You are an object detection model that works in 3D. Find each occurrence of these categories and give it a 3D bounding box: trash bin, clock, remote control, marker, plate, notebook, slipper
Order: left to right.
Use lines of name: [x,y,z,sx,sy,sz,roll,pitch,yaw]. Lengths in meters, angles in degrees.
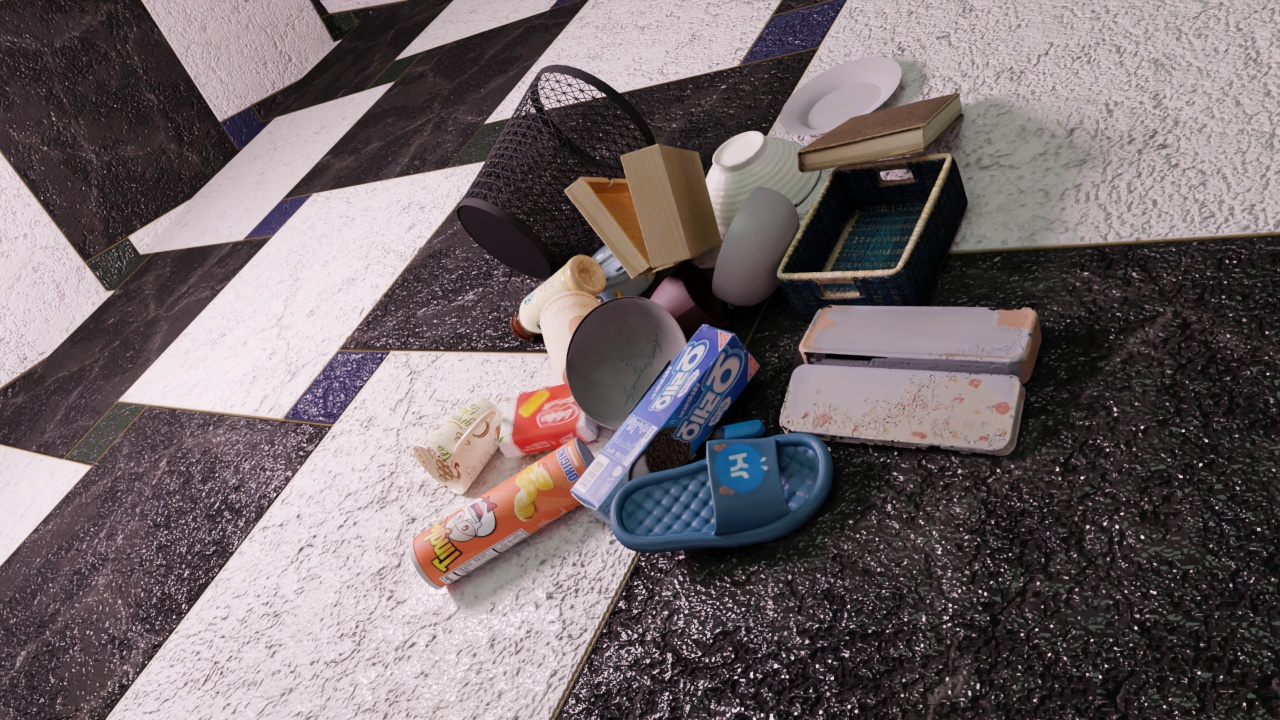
trash bin: [-0.132,-0.264,1.345,0.217,0.217,0.242,14,64,47]
clock: [-0.031,-0.124,1.222,0.089,0.052,0.124,-39,35,-3]
marker: [0.071,0.079,0.938,0.123,0.015,0.018,-14,46,31]
slipper: [0.071,0.121,0.835,0.214,0.059,0.103,-17,50,10]
remote control: [0.174,0.007,0.940,0.039,0.010,0.124,-6,46,35]
plate: [0.278,-0.359,1.269,0.173,0.019,0.172,-22,37,18]
notebook: [0.269,-0.266,1.087,0.191,0.034,0.214,-5,21,33]

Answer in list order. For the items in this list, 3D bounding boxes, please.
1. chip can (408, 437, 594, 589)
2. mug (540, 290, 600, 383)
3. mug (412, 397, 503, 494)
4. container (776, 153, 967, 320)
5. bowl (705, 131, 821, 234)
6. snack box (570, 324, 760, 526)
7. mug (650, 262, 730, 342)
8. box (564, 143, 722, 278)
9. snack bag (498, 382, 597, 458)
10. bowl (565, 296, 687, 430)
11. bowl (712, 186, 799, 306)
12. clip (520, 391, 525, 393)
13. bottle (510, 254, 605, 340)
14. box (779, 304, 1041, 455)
chip can: [-0.140,0.162,0.972,0.210,0.062,0.062,-32,35,5]
mug: [-0.059,-0.021,1.113,0.111,0.085,0.104,-7,45,-11]
mug: [-0.202,0.089,1.077,0.097,0.081,0.122,-48,-2,-29]
container: [0.250,-0.130,0.981,0.145,0.071,0.187,2,50,41]
bowl: [0.143,-0.252,1.211,0.177,0.071,0.177,-22,38,18]
snack box: [0.026,0.068,0.929,0.226,0.059,0.059,-52,34,-11]
mug: [0.047,-0.042,1.054,0.089,0.087,0.114,-35,60,28]
box: [0.012,-0.168,1.080,0.123,0.140,0.248,-11,8,16]
snack bag: [-0.105,0.066,1.063,0.116,0.036,0.076,-13,46,17]
bowl: [-0.006,0.006,1.024,0.151,0.056,0.150,-4,81,23]
bowl: [0.138,-0.122,1.029,0.064,0.132,0.131,25,61,15]
clip: [-0.152,0.065,1.130,0.038,0.022,0.058,-28,38,3]
bottle: [-0.113,-0.076,1.195,0.163,0.056,0.056,-33,28,44]
box: [0.245,0.016,0.847,0.217,0.058,0.153,4,51,36]
